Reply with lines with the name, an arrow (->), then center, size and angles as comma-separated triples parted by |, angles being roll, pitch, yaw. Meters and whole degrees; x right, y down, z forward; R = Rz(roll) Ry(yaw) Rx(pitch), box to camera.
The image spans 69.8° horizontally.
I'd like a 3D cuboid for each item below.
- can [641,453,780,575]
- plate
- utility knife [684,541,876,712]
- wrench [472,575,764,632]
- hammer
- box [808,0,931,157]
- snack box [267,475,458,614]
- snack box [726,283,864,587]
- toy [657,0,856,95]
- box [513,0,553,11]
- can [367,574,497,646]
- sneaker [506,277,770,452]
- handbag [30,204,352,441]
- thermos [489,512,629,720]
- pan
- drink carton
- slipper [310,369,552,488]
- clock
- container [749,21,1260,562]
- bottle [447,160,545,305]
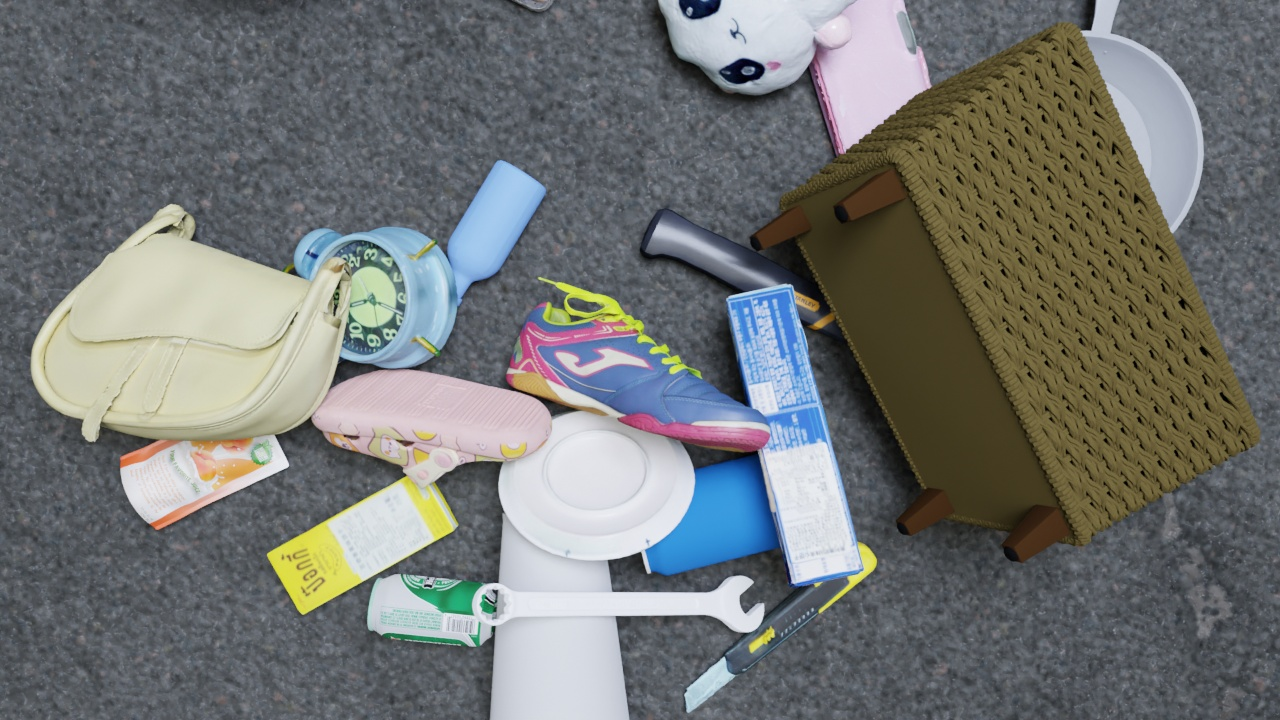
can -> 0.069, 0.125, 0.761 | 0.146, 0.079, 0.079 | -14, 92, -1
plate -> -0.035, 0.091, 0.734 | 0.157, 0.156, 0.014 | -2, 134, -1
utility knife -> 0.118, 0.234, 0.798 | 0.213, 0.020, 0.029 | -41, 91, 1
wrench -> -0.006, 0.193, 0.726 | 0.273, 0.009, 0.047 | 10, 71, -34
hammer -> 0.144, -0.040, 0.780 | 0.312, 0.035, 0.139 | 25, 90, -2
box -> 0.183, -0.267, 0.769 | 0.098, 0.037, 0.233 | -16, 93, -2
snack box -> -0.235, 0.152, 0.781 | 0.149, 0.025, 0.061 | -29, 92, 0
snack box -> 0.115, 0.056, 0.706 | 0.059, 0.059, 0.226 | -12, 73, 2
toy -> 0.101, -0.282, 0.711 | 0.139, 0.180, 0.101 | 50, 54, -25
box -> -0.067, -0.402, 0.751 | 0.081, 0.063, 0.216 | 25, 91, 9
can -> -0.173, 0.210, 0.772 | 0.101, 0.053, 0.053 | 6, 92, -2
sneaker -> -0.004, 0.005, 0.705 | 0.242, 0.116, 0.091 | 15, 84, 34
handbag -> -0.345, -0.019, 0.710 | 0.233, 0.088, 0.191 | 17, 86, 19
thermos -> -0.068, 0.234, 0.747 | 0.131, 0.131, 0.221 | -2, 85, -1
pan -> 0.378, -0.249, 0.767 | 0.201, 0.051, 0.356 | 8, 92, -2
drink carton -> -0.367, 0.085, 0.775 | 0.122, 0.039, 0.069 | -25, 93, -6
slipper -> -0.167, 0.061, 0.749 | 0.197, 0.093, 0.082 | 6, 116, 9
clock -> -0.226, -0.050, 0.747 | 0.162, 0.060, 0.118 | -2, 93, 22
container -> 0.244, -0.030, 0.662 | 0.204, 0.177, 0.321 | -31, 98, -17
bottle -> -0.132, -0.099, 0.763 | 0.048, 0.048, 0.131 | 31, 91, -2
